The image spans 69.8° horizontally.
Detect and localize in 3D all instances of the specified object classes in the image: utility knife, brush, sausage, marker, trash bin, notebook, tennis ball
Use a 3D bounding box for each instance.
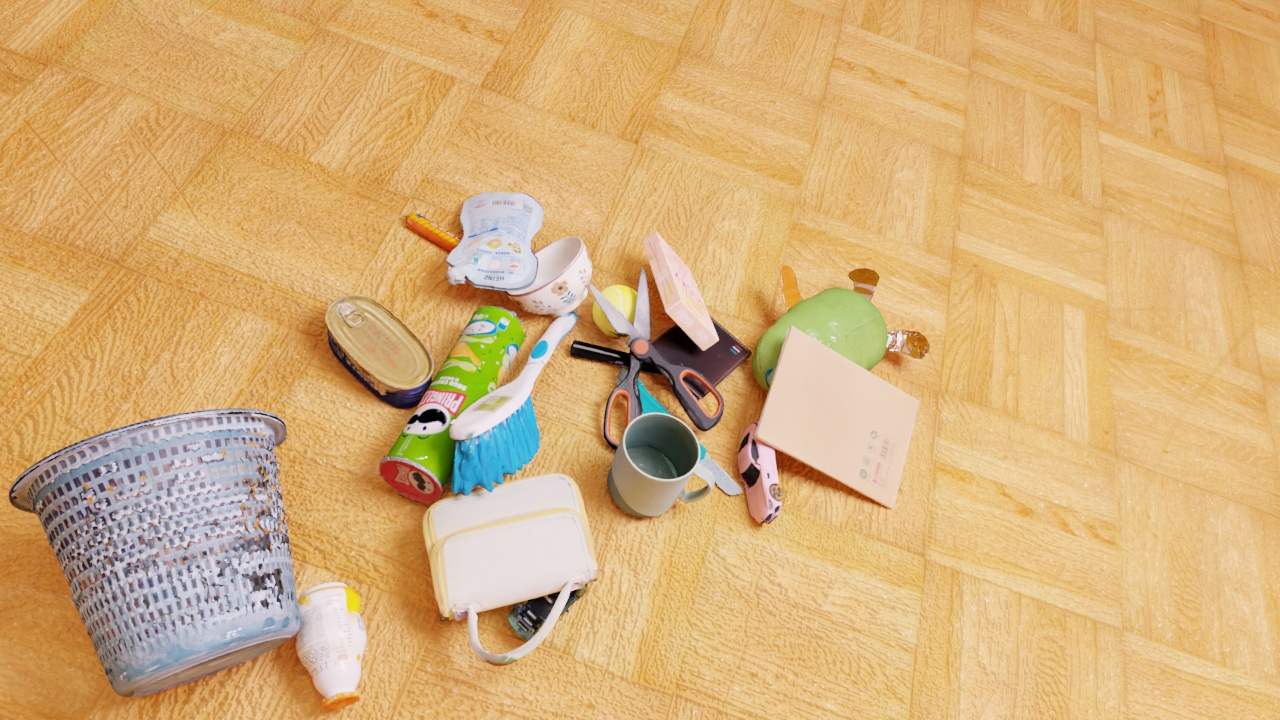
[{"bbox_3d":[0.043,0.085,1.091,0.029,0.013,0.209,-42,74,-15],"label":"utility knife"},{"bbox_3d":[-0.128,0.037,1.032,0.061,0.109,0.313,-2,18,21],"label":"brush"},{"bbox_3d":[-0.233,-0.146,1.169,0.165,0.022,0.021,30,54,6],"label":"sausage"},{"bbox_3d":[-0.021,-0.003,1.130,0.132,0.020,0.022,12,74,-7],"label":"marker"},{"bbox_3d":[-0.402,0.175,0.807,0.226,0.227,0.195,-16,75,-24],"label":"trash bin"},{"bbox_3d":[0.240,0.069,1.097,0.207,0.008,0.147,28,68,-18],"label":"notebook"},{"bbox_3d":[-0.027,-0.061,1.140,0.065,0.066,0.065,7,55,-10],"label":"tennis ball"}]

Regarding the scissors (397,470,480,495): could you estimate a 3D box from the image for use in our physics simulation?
[{"bbox_3d":[-0.194,0.125,1.001,0.133,0.017,0.128,33,57,13],"label":"scissors"}]

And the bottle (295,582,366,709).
[{"bbox_3d":[-0.286,0.264,0.851,0.063,0.063,0.108,-9,59,-21],"label":"bottle"}]

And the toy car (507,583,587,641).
[{"bbox_3d":[-0.094,0.246,0.932,0.043,0.036,0.091,41,58,15],"label":"toy car"}]

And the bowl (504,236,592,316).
[{"bbox_3d":[-0.104,-0.095,1.133,0.062,0.114,0.113,55,48,-30],"label":"bowl"}]

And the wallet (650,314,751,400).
[{"bbox_3d":[0.071,-0.009,1.146,0.096,0.020,0.122,40,46,14],"label":"wallet"}]

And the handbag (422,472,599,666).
[{"bbox_3d":[-0.123,0.205,0.902,0.163,0.063,0.178,-12,51,-12],"label":"handbag"}]

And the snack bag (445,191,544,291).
[{"bbox_3d":[-0.179,-0.148,1.145,0.110,0.039,0.190,8,41,-7],"label":"snack bag"}]

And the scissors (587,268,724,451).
[{"bbox_3d":[0.012,0.007,1.089,0.222,0.022,0.220,21,75,1],"label":"scissors"}]

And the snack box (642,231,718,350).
[{"bbox_3d":[0.048,-0.088,1.146,0.084,0.026,0.157,44,18,-37],"label":"snack box"}]

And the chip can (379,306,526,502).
[{"bbox_3d":[-0.202,0.041,1.013,0.072,0.072,0.235,22,51,0],"label":"chip can"}]

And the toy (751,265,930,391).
[{"bbox_3d":[0.241,-0.024,1.173,0.246,0.090,0.227,-24,80,-24],"label":"toy"}]

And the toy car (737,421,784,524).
[{"bbox_3d":[0.136,0.129,1.061,0.037,0.056,0.122,6,55,-15],"label":"toy car"}]

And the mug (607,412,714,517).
[{"bbox_3d":[0.024,0.123,1.002,0.112,0.107,0.082,22,53,1],"label":"mug"}]

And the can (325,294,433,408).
[{"bbox_3d":[-0.296,-0.010,1.043,0.148,0.049,0.074,41,56,13],"label":"can"}]
